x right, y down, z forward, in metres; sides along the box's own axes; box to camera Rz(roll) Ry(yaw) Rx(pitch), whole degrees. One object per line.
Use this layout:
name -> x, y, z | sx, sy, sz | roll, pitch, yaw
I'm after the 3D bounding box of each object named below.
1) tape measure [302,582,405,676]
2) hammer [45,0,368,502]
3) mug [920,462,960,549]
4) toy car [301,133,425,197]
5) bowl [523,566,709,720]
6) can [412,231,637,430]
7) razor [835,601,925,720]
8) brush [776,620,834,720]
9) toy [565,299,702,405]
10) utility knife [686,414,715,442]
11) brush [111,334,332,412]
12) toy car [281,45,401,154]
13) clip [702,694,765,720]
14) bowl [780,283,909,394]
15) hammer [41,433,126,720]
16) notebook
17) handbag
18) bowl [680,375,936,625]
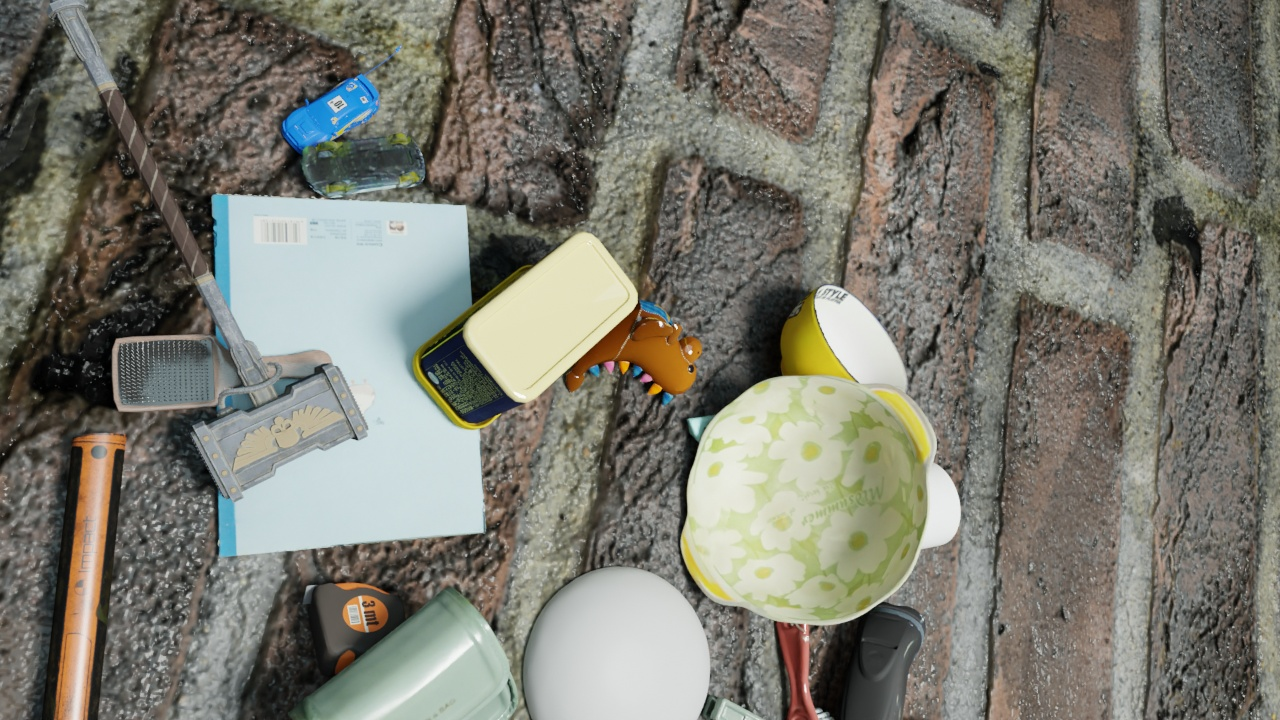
tape measure -> -0.188, 0.178, 0.609 | 0.058, 0.038, 0.058 | 0, 41, -32
hammer -> -0.287, -0.076, 0.576 | 0.098, 0.044, 0.322 | -28, 102, -25
mug -> 0.203, 0.111, 0.783 | 0.090, 0.074, 0.110 | -5, 55, -24
toy car -> -0.205, -0.143, 0.680 | 0.089, 0.027, 0.038 | -14, 86, -28
bowl -> -0.009, 0.228, 0.675 | 0.149, 0.043, 0.149 | 5, 77, -22
can -> -0.081, -0.021, 0.655 | 0.135, 0.105, 0.075 | -44, 101, -31
razor -> 0.191, 0.263, 0.740 | 0.140, 0.053, 0.064 | -64, 143, -31
brush -> 0.135, 0.280, 0.732 | 0.030, 0.041, 0.172 | 6, 73, -40
toy -> -0.004, 0.004, 0.732 | 0.103, 0.070, 0.090 | -44, 112, -2
utility knife -> 0.112, 0.047, 0.785 | 0.165, 0.015, 0.022 | -9, 81, -28
brush -> -0.276, 0.005, 0.613 | 0.135, 0.015, 0.050 | -3, 81, -23
toy car -> -0.215, -0.192, 0.667 | 0.091, 0.062, 0.033 | -43, 97, -25
clip -> 0.086, 0.284, 0.712 | 0.076, 0.042, 0.023 | 32, 70, -14
bowl -> 0.162, 0.002, 0.774 | 0.117, 0.068, 0.117 | 29, 40, -28
hammer -> -0.326, 0.201, 0.551 | 0.137, 0.035, 0.314 | 4, 77, -22
notebook -> -0.207, 0.004, 0.657 | 0.181, 0.009, 0.253 | -1, 79, -23
handbag -> -0.145, 0.218, 0.577 | 0.121, 0.067, 0.106 | -35, 138, -27
bowl -> 0.134, 0.107, 0.715 | 0.188, 0.220, 0.060 | 57, 19, 24
